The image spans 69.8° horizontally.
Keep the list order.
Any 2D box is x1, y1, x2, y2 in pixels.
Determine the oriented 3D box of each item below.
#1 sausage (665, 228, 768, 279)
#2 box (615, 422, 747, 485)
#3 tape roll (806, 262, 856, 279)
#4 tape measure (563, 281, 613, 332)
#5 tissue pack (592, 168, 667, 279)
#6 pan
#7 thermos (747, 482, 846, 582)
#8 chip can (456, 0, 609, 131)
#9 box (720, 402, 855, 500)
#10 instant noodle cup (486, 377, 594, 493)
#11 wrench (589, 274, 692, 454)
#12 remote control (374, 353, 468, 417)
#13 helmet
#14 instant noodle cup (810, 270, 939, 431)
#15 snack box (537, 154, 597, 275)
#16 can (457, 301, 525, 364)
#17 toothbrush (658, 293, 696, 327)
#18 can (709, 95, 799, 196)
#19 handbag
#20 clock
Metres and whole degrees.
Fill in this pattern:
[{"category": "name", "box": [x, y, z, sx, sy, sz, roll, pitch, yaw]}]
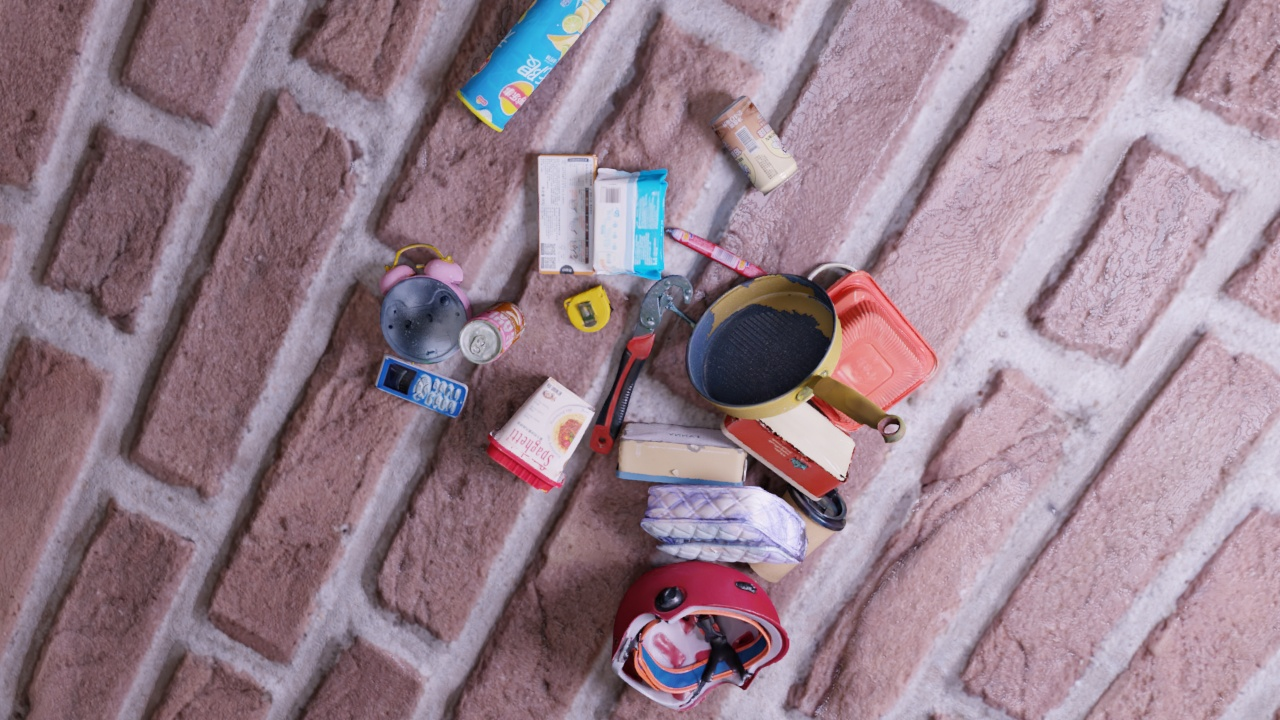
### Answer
[{"category": "sausage", "box": [0.103, -0.136, 1.189, 0.156, 0.020, 0.020, 27, 103, -2]}, {"category": "box", "box": [0.049, 0.124, 1.215, 0.184, 0.089, 0.060, 3, 103, 7]}, {"category": "tape roll", "box": [0.252, -0.084, 1.190, 0.086, 0.014, 0.086, 1, 103, 4]}, {"category": "tape measure", "box": [-0.068, -0.066, 1.213, 0.060, 0.029, 0.057, -21, 100, 9]}, {"category": "tissue pack", "box": [-0.012, -0.173, 1.167, 0.090, 0.063, 0.140, 3, 101, 7]}, {"category": "pan", "box": [0.183, 0.010, 1.060, 0.197, 0.357, 0.078, -45, 134, -2]}, {"category": "thermos", "box": [0.206, 0.226, 1.228, 0.093, 0.093, 0.143, 35, 111, -3]}, {"category": "chip can", "box": [-0.133, -0.384, 1.127, 0.071, 0.071, 0.210, 42, 102, -5]}, {"category": "box", "box": [0.196, 0.091, 1.174, 0.168, 0.091, 0.076, 37, 135, -9]}, {"category": "instant noodle cup", "box": [-0.126, 0.094, 1.216, 0.116, 0.116, 0.124, 35, 91, -3]}, {"category": "wrench", "box": [-0.007, 0.007, 1.222, 0.056, 0.016, 0.274, 26, 108, 0]}, {"category": "remote control", "box": [-0.299, 0.035, 1.256, 0.125, 0.024, 0.049, 22, 103, -1]}, {"category": "helmet", "box": [0.074, 0.342, 1.220, 0.240, 0.143, 0.207, -30, 126, 21]}, {"category": "instant noodle cup", "box": [0.276, 0.002, 1.168, 0.165, 0.079, 0.189, -41, 107, 15]}, {"category": "snack box", "box": [-0.094, -0.189, 1.190, 0.075, 0.026, 0.154, 2, 102, 5]}, {"category": "can", "box": [-0.187, -0.037, 1.168, 0.058, 0.147, 0.058, 1, 102, 4]}, {"category": "toothbrush", "box": [0.092, -0.030, 1.213, 0.191, 0.018, 0.016, 39, 103, -3]}, {"category": "can", "box": [0.141, -0.266, 1.137, 0.058, 0.058, 0.116, -37, 97, 11]}, {"category": "handbag", "box": [0.102, 0.215, 1.179, 0.194, 0.075, 0.134, -7, 146, 40]}, {"category": "clock", "box": [-0.283, -0.076, 1.214, 0.117, 0.059, 0.158, -10, 103, 8]}]
